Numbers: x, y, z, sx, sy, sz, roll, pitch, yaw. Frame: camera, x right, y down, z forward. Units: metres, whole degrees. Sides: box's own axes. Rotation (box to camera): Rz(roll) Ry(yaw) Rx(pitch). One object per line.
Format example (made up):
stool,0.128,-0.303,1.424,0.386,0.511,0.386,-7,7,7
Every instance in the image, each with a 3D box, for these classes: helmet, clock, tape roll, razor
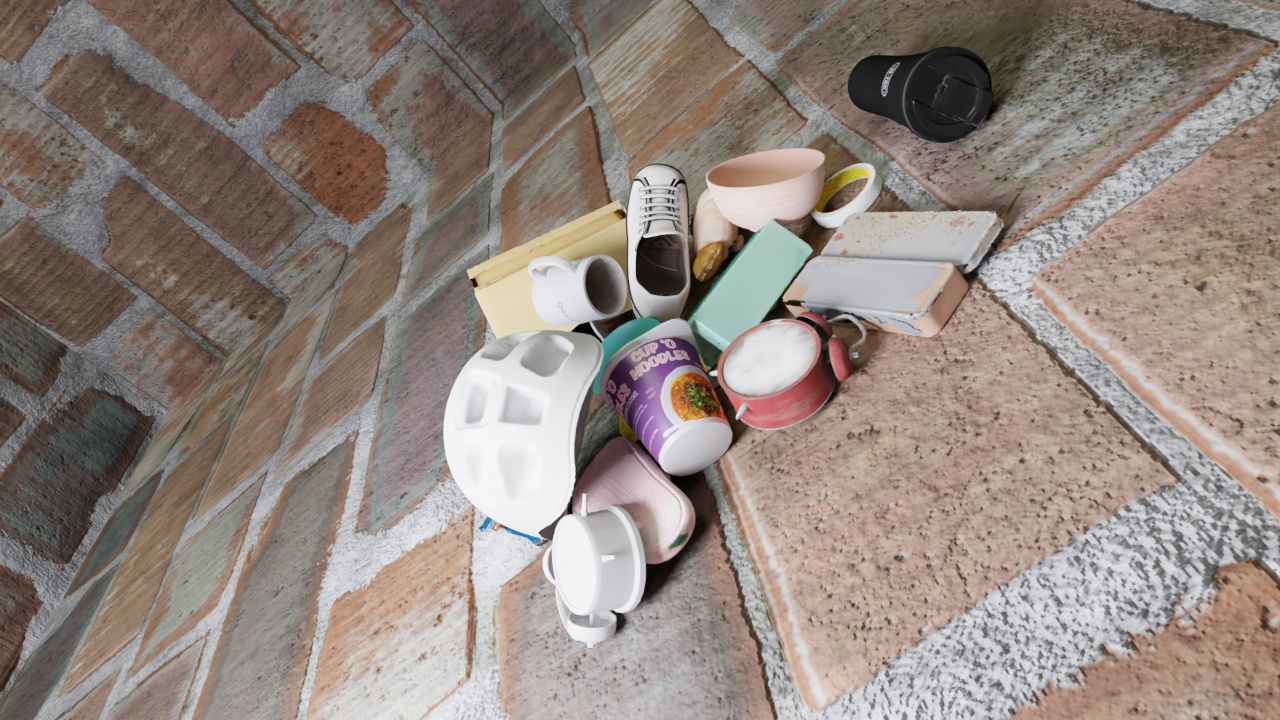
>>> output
helmet,-0.108,0.079,1.018,0.184,0.282,0.224,14,82,18
clock,-0.048,0.212,0.912,0.120,0.061,0.160,59,139,40
tape roll,0.254,-0.205,1.140,0.094,0.019,0.093,-33,30,22
razor,-0.155,0.211,1.144,0.141,0.018,0.043,7,57,53
clock,0.158,0.007,0.937,0.157,0.062,0.109,-31,37,3

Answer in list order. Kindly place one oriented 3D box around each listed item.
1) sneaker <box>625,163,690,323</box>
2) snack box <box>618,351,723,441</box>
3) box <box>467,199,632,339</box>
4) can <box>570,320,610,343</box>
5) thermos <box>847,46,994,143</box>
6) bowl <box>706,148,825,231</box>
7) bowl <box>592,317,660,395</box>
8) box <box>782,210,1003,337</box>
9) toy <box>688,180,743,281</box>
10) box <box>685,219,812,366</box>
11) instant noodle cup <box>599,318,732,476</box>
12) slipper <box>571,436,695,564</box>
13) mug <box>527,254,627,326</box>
sneaker,0.025,-0.166,1.221,0.097,0.091,0.245,97,176,-67
snack box,0.038,0.038,1.104,0.149,0.025,0.061,-36,28,18
box,-0.109,-0.117,1.335,0.248,0.142,0.184,-27,36,-1
can,-0.099,0.015,1.261,0.146,0.080,0.080,-41,28,9
thermos,0.331,-0.334,1.129,0.106,0.106,0.218,-42,23,6
bowl,0.161,-0.207,1.149,0.153,0.076,0.152,-11,27,5
bowl,-0.007,0.007,1.176,0.121,0.046,0.121,-27,39,24
box,0.262,-0.100,0.974,0.150,0.043,0.217,-48,27,-15
toy,0.106,-0.177,1.245,0.133,0.076,0.175,109,175,-56
box,0.118,-0.075,1.078,0.188,0.077,0.080,-53,-4,-30
instant noodle cup,0.038,0.046,0.981,0.137,0.121,0.121,-61,43,32
slipper,-0.010,0.152,0.982,0.106,0.055,0.222,-50,29,-5
mug,-0.092,-0.100,1.209,0.097,0.119,0.083,-7,58,41
